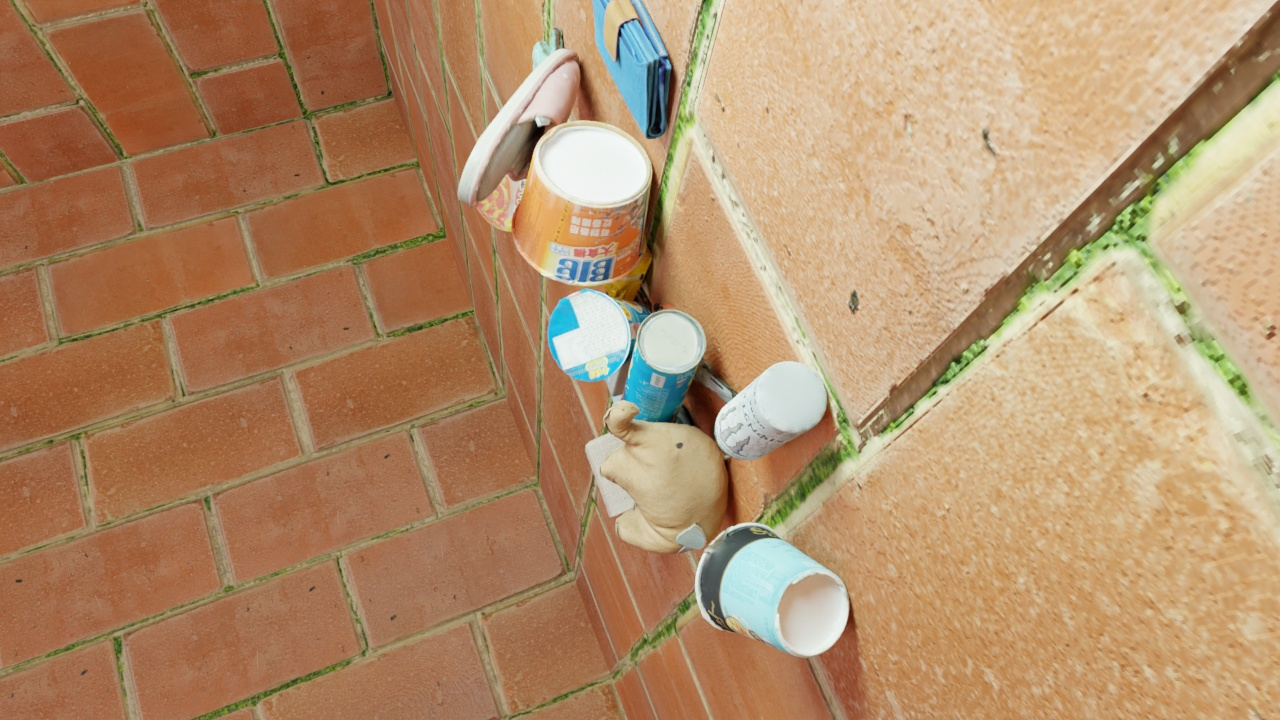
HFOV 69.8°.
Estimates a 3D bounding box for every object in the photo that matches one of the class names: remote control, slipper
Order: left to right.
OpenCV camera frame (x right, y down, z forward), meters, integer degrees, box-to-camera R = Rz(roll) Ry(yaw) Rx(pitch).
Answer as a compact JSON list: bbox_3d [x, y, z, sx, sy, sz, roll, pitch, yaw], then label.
[{"bbox_3d":[-0.114,-0.249,0.988,0.114,0.054,0.273,-59,2,44],"label":"slipper"},{"bbox_3d":[-0.007,0.007,1.156,0.150,0.058,0.021,109,142,-67],"label":"remote control"}]

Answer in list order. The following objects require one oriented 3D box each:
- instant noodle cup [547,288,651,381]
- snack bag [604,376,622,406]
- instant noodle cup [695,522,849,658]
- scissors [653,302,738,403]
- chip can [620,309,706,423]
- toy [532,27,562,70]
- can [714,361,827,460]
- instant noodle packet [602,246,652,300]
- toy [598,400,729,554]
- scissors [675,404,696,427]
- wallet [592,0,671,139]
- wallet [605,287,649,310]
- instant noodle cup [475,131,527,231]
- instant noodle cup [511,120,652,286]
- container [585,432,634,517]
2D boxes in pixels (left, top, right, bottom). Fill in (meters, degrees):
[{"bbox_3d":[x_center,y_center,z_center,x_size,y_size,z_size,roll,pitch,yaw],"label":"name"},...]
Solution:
[{"bbox_3d":[-0.034,-0.032,1.021,0.109,0.099,0.099,-13,-96,-66],"label":"instant noodle cup"},{"bbox_3d":[-0.050,-0.008,1.322,0.191,0.038,0.110,-119,31,-48],"label":"snack bag"},{"bbox_3d":[0.125,0.216,0.845,0.120,0.111,0.111,8,116,66],"label":"instant noodle cup"},{"bbox_3d":[0.058,-0.005,0.981,0.207,0.015,0.192,123,128,-72],"label":"scissors"},{"bbox_3d":[0.019,0.022,0.988,0.211,0.071,0.071,105,144,-65],"label":"chip can"},{"bbox_3d":[-0.110,-0.367,1.133,0.092,0.030,0.097,50,147,45],"label":"toy"},{"bbox_3d":[0.106,0.047,0.777,0.147,0.058,0.058,123,127,-72],"label":"can"},{"bbox_3d":[-0.033,-0.133,1.083,0.128,0.044,0.111,61,151,28],"label":"instant noodle packet"},{"bbox_3d":[0.027,0.121,1.013,0.082,0.143,0.226,-109,5,-57],"label":"toy"},{"bbox_3d":[0.051,0.125,1.163,0.180,0.019,0.170,27,134,66],"label":"scissors"},{"bbox_3d":[-0.011,-0.285,0.848,0.106,0.040,0.133,91,156,-64],"label":"wallet"},{"bbox_3d":[-0.020,-0.065,1.176,0.125,0.032,0.101,94,157,-54],"label":"wallet"},{"bbox_3d":[-0.181,-0.273,1.327,0.138,0.138,0.109,86,168,-45],"label":"instant noodle cup"},{"bbox_3d":[-0.057,-0.169,0.962,0.112,0.151,0.151,109,141,-55],"label":"instant noodle cup"},{"bbox_3d":[-0.024,0.158,1.321,0.090,0.090,0.111,109,137,-79],"label":"container"}]
